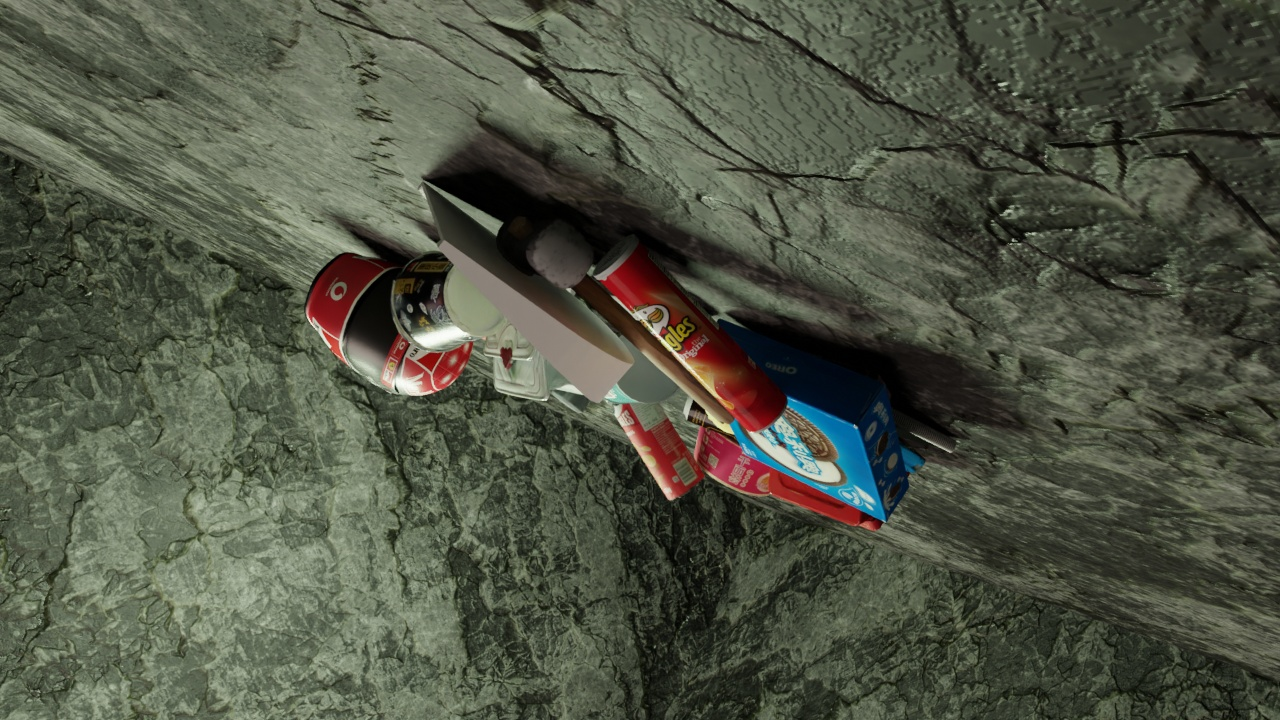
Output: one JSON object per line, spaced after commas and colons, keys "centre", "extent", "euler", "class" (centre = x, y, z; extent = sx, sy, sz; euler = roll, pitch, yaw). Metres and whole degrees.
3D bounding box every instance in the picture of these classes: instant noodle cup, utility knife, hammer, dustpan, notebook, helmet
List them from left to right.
{"centre": [-0.388, -0.048, 1.500], "extent": [0.224, 0.197, 0.271], "euler": [30, 173, 8], "class": "helmet"}
{"centre": [-0.237, -0.081, 1.191], "extent": [0.137, 0.137, 0.112], "euler": [30, 159, -38], "class": "instant noodle cup"}
{"centre": [-0.119, -0.056, 0.916], "extent": [0.257, 0.053, 0.191], "euler": [36, -170, -30], "class": "dustpan"}
{"centre": [-0.150, -0.021, 1.433], "extent": [0.051, 0.117, 0.323], "euler": [42, 170, -39], "class": "hammer"}
{"centre": [-0.009, -0.032, 0.916], "extent": [0.328, 0.052, 0.098], "euler": [42, 171, -32], "class": "hammer"}
{"centre": [0.160, 0.144, 1.435], "extent": [0.178, 0.078, 0.178], "euler": [22, -163, -7], "class": "instant noodle cup"}
{"centre": [0.250, 0.057, 1.064], "extent": [0.206, 0.016, 0.149], "euler": [24, 174, -38], "class": "notebook"}
{"centre": [0.334, 0.121, 1.217], "extent": [0.224, 0.031, 0.015], "euler": [27, -156, -48], "class": "utility knife"}

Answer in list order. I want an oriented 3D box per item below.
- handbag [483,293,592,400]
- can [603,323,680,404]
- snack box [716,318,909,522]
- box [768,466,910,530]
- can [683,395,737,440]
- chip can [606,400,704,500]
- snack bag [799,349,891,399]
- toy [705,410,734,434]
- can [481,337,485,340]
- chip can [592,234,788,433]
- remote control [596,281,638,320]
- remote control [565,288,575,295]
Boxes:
{"centre": [-0.138, -0.023, 1.231], "extent": [0.096, 0.142, 0.199], "euler": [-6, -175, -27], "class": "handbag"}
{"centre": [-0.007, 0.007, 1.195], "extent": [0.099, 0.099, 0.144], "euler": [25, 171, -13], "class": "can"}
{"centre": [0.178, 0.068, 0.988], "extent": [0.196, 0.056, 0.239], "euler": [24, 160, 33], "class": "snack box"}
{"centre": [0.270, 0.149, 1.290], "extent": [0.158, 0.146, 0.156], "euler": [16, 158, 37], "class": "box"}
{"centre": [0.133, 0.076, 1.343], "extent": [0.128, 0.072, 0.072], "euler": [21, 171, 9], "class": "can"}
{"centre": [0.010, 0.099, 1.402], "extent": [0.233, 0.073, 0.073], "euler": [58, 170, 1], "class": "chip can"}
{"centre": [0.188, 0.009, 0.980], "extent": [0.155, 0.018, 0.074], "euler": [19, 171, 29], "class": "snack bag"}
{"centre": [0.156, 0.063, 1.185], "extent": [0.170, 0.064, 0.155], "euler": [27, 145, -34], "class": "toy"}
{"centre": [-0.267, -0.084, 1.415], "extent": [0.067, 0.067, 0.170], "euler": [14, 168, 45], "class": "can"}
{"centre": [0.049, -0.021, 0.838], "extent": [0.214, 0.051, 0.052], "euler": [45, 164, -18], "class": "chip can"}
{"centre": [0.009, -0.061, 1.013], "extent": [0.151, 0.019, 0.074], "euler": [14, 168, 47], "class": "remote control"}
{"centre": [-0.149, -0.107, 1.116], "extent": [0.143, 0.024, 0.049], "euler": [22, 171, 4], "class": "remote control"}
